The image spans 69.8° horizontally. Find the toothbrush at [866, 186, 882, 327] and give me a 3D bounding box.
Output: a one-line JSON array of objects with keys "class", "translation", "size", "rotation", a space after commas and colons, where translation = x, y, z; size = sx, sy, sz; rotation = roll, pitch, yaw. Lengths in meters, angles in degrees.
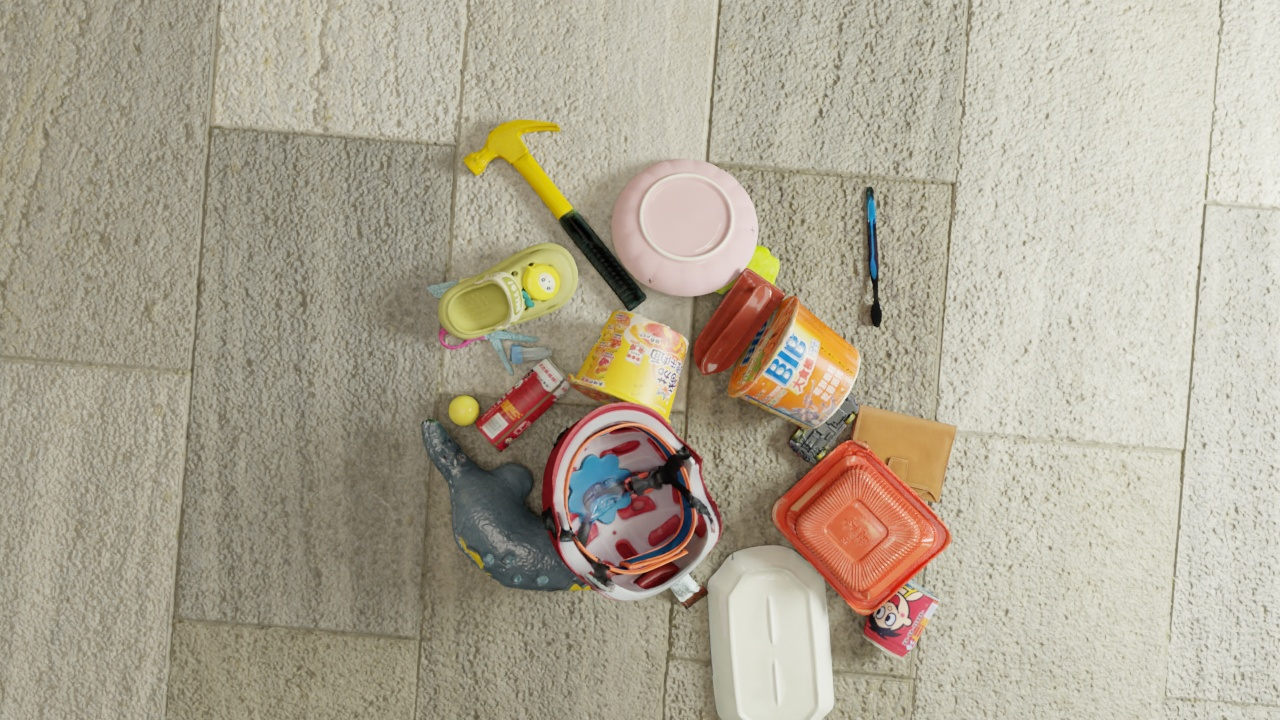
[{"class": "toothbrush", "translation": [0.310, -0.138, 1.222], "size": [0.014, 0.016, 0.189], "rotation": [-3, 88, 9]}]

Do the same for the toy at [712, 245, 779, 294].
[{"class": "toy", "translation": [0.134, -0.122, 1.212], "size": [0.100, 0.031, 0.096], "rotation": [-23, 92, 3]}]

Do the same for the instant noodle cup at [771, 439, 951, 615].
[{"class": "instant noodle cup", "translation": [0.276, 0.211, 1.167], "size": [0.165, 0.079, 0.189], "rotation": [-47, 74, 9]}]

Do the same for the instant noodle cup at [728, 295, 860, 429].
[{"class": "instant noodle cup", "translation": [0.198, 0.009, 1.161], "size": [0.111, 0.151, 0.151], "rotation": [31, 90, -8]}]

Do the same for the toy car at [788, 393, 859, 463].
[{"class": "toy car", "translation": [0.243, 0.085, 1.212], "size": [0.049, 0.031, 0.106], "rotation": [38, 94, -1]}]

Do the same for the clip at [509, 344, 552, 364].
[{"class": "clip", "translation": [-0.145, -0.009, 1.217], "size": [0.058, 0.043, 0.027], "rotation": [-2, 93, -15]}]

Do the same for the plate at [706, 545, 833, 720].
[{"class": "plate", "translation": [0.174, 0.380, 1.214], "size": [0.162, 0.034, 0.265], "rotation": [-3, 90, 0]}]

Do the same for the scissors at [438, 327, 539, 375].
[{"class": "scissors", "translation": [-0.200, -0.044, 1.224], "size": [0.133, 0.017, 0.130], "rotation": [6, 88, -4]}]

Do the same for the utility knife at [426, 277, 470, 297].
[{"class": "utility knife", "translation": [-0.186, -0.106, 1.213], "size": [0.190, 0.020, 0.031], "rotation": [-11, 91, -11]}]

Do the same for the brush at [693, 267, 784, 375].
[{"class": "brush", "translation": [0.119, -0.043, 1.181], "size": [0.063, 0.069, 0.146], "rotation": [34, 104, -6]}]

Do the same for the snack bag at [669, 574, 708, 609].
[{"class": "snack bag", "translation": [0.042, 0.280, 1.217], "size": [0.104, 0.026, 0.048], "rotation": [47, 113, -1]}]

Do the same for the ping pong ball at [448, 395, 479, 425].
[{"class": "ping pong ball", "translation": [-0.233, 0.066, 1.211], "size": [0.040, 0.040, 0.040], "rotation": [0, 90, 0]}]

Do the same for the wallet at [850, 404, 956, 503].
[{"class": "wallet", "translation": [0.340, 0.130, 1.215], "size": [0.131, 0.035, 0.119], "rotation": [12, 87, 3]}]

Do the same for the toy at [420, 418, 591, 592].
[{"class": "toy", "translation": [-0.162, 0.216, 1.188], "size": [0.356, 0.091, 0.137], "rotation": [38, 79, -2]}]

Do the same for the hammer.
[{"class": "hammer", "translation": [-0.096, -0.191, 1.213], "size": [0.129, 0.033, 0.300], "rotation": [-38, 90, 2]}]

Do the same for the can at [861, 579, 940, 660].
[{"class": "can", "translation": [0.338, 0.334, 1.196], "size": [0.066, 0.066, 0.094], "rotation": [30, 91, 0]}]

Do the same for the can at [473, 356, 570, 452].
[{"class": "can", "translation": [-0.153, 0.057, 1.204], "size": [0.133, 0.053, 0.053], "rotation": [-43, 90, 0]}]

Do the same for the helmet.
[{"class": "helmet", "translation": [-0.033, 0.166, 1.124], "size": [0.206, 0.144, 0.240], "rotation": [-27, 101, -26]}]

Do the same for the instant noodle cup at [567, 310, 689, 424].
[{"class": "instant noodle cup", "translation": [-0.007, 0.007, 1.167], "size": [0.138, 0.138, 0.109], "rotation": [22, 82, 0]}]

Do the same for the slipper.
[{"class": "slipper", "translation": [-0.167, -0.080, 1.176], "size": [0.190, 0.081, 0.092], "rotation": [-24, 111, -2]}]

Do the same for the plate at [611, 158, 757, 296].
[{"class": "plate", "translation": [0.058, -0.179, 1.184], "size": [0.192, 0.039, 0.192], "rotation": [0, 75, -1]}]
